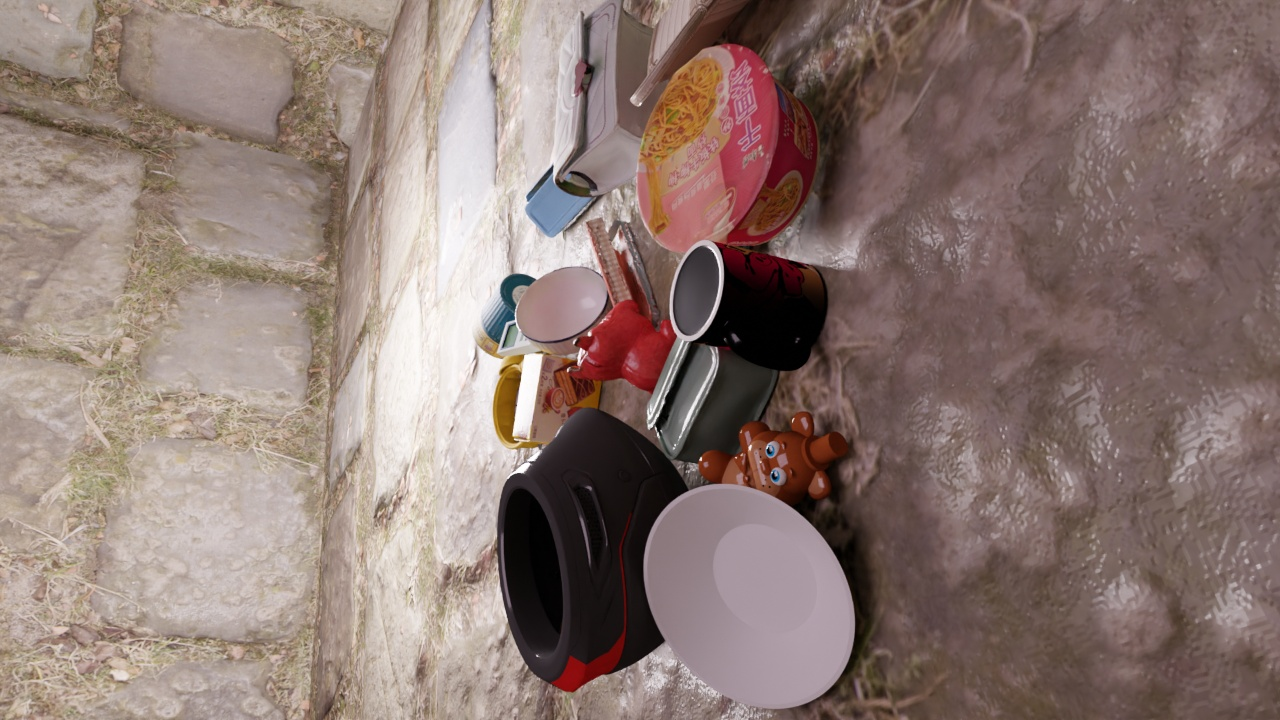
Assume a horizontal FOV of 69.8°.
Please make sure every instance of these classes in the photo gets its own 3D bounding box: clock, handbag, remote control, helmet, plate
[{"bbox_3d":[-0.155,0.049,1.240,0.114,0.052,0.152,4,89,53],"label":"clock"},{"bbox_3d":[-0.043,-0.305,1.063,0.142,0.096,0.198,-22,59,44],"label":"handbag"},{"bbox_3d":[0.045,-0.306,0.860,0.176,0.062,0.197,-39,18,54],"label":"handbag"},{"bbox_3d":[-0.126,-0.037,1.198,0.144,0.024,0.049,-13,53,40],"label":"remote control"},{"bbox_3d":[0.056,0.025,0.820,0.122,0.067,0.106,-67,28,26],"label":"handbag"},{"bbox_3d":[-0.030,0.159,0.828,0.165,0.169,0.264,-60,40,39],"label":"helmet"},{"bbox_3d":[0.085,0.172,0.694,0.174,0.036,0.174,9,106,33],"label":"plate"}]

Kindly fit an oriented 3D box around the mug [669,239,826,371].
[{"bbox_3d":[0.091,-0.036,0.732,0.082,0.098,0.118,-61,32,34],"label":"mug"}]

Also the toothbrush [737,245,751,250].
[{"bbox_3d":[0.100,-0.161,0.846,0.016,0.017,0.189,1,82,60],"label":"toothbrush"}]

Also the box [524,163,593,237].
[{"bbox_3d":[-0.082,-0.239,1.222,0.074,0.077,0.210,52,146,-5],"label":"box"}]

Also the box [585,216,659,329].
[{"bbox_3d":[-0.015,-0.095,1.047,0.058,0.062,0.188,90,166,-49],"label":"box"}]

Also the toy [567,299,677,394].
[{"bbox_3d":[-0.005,0.005,0.915,0.133,0.093,0.088,27,125,33],"label":"toy"}]

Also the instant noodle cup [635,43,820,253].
[{"bbox_3d":[0.080,-0.174,0.799,0.179,0.077,0.178,-15,70,51],"label":"instant noodle cup"}]

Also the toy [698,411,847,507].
[{"bbox_3d":[0.103,0.086,0.713,0.128,0.065,0.094,-36,60,48],"label":"toy"}]

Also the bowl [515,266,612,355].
[{"bbox_3d":[-0.085,-0.050,1.103,0.062,0.118,0.118,64,-173,-49],"label":"bowl"}]

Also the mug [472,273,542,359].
[{"bbox_3d":[-0.174,-0.050,1.300,0.113,0.083,0.108,58,136,13],"label":"mug"}]

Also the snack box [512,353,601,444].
[{"bbox_3d":[-0.099,0.050,1.099,0.061,0.083,0.105,2,82,62],"label":"snack box"}]
